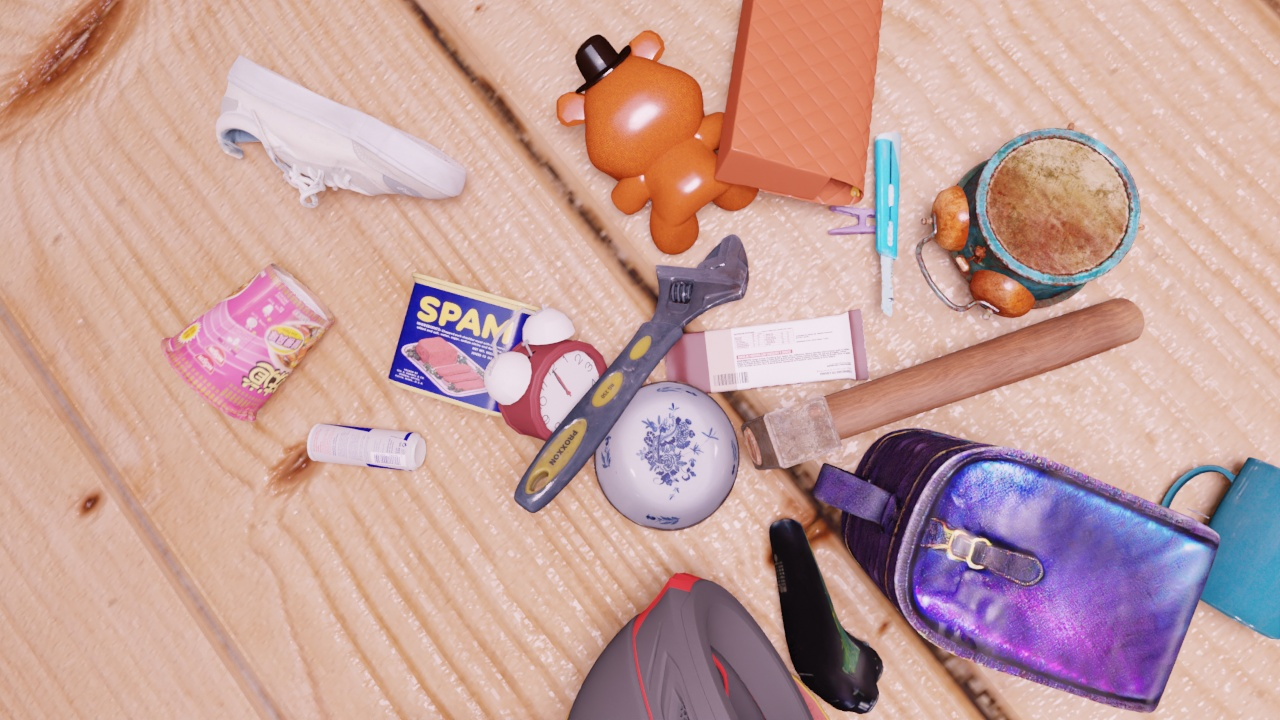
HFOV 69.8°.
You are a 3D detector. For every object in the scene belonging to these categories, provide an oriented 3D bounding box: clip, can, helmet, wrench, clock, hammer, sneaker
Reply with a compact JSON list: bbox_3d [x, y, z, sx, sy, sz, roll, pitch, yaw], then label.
[{"bbox_3d":[0.174,-0.108,0.722,0.052,0.013,0.035,7,89,7],"label":"clip"},{"bbox_3d":[-0.230,0.073,0.773,0.095,0.032,0.032,5,88,10],"label":"can"},{"bbox_3d":[0.033,0.297,0.625,0.170,0.164,0.264,-35,73,17],"label":"helmet"},{"bbox_3d":[-0.004,0.004,0.703,0.073,0.022,0.272,29,71,25],"label":"wrench"},{"bbox_3d":[-0.071,0.016,0.710,0.044,0.124,0.087,12,55,43],"label":"clock"},{"bbox_3d":[0.219,0.015,0.664,0.300,0.158,0.037,-18,84,-5],"label":"hammer"},{"bbox_3d":[-0.256,-0.170,0.769,0.242,0.089,0.091,26,96,17],"label":"sneaker"},{"bbox_3d":[0.274,-0.093,0.671,0.157,0.073,0.121,-30,83,-4],"label":"clock"},{"bbox_3d":[-0.141,-0.012,0.750,0.116,0.056,0.092,16,91,10],"label":"can"}]

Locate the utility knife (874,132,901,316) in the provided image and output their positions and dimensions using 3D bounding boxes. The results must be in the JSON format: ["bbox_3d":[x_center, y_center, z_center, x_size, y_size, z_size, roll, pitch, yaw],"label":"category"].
[{"bbox_3d":[0.191,-0.105,0.705,0.022,0.015,0.151,6,76,-16],"label":"utility knife"}]

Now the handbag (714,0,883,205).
[{"bbox_3d":[0.124,-0.207,0.697,0.109,0.060,0.171,12,72,-7],"label":"handbag"}]

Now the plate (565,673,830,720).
[{"bbox_3d":[0.046,0.330,0.716,0.230,0.021,0.229,-1,87,10],"label":"plate"}]

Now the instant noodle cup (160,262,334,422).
[{"bbox_3d":[-0.322,-0.021,0.769,0.108,0.098,0.097,-44,81,-2],"label":"instant noodle cup"}]

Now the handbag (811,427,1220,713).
[{"bbox_3d":[0.223,0.118,0.608,0.222,0.205,0.125,20,90,4],"label":"handbag"}]

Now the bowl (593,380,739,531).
[{"bbox_3d":[0.023,0.074,0.722,0.114,0.045,0.114,-1,86,10],"label":"bowl"}]

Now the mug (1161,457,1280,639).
[{"bbox_3d":[0.422,0.125,0.639,0.112,0.084,0.104,33,99,38],"label":"mug"}]

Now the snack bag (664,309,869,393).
[{"bbox_3d":[0.098,-0.004,0.729,0.158,0.013,0.057,-7,88,10],"label":"snack bag"}]

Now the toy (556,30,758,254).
[{"bbox_3d":[0.011,-0.174,0.714,0.112,0.096,0.176,-34,110,6],"label":"toy"}]

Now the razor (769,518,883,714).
[{"bbox_3d":[0.138,0.192,0.699,0.067,0.054,0.151,-12,76,-18],"label":"razor"}]
